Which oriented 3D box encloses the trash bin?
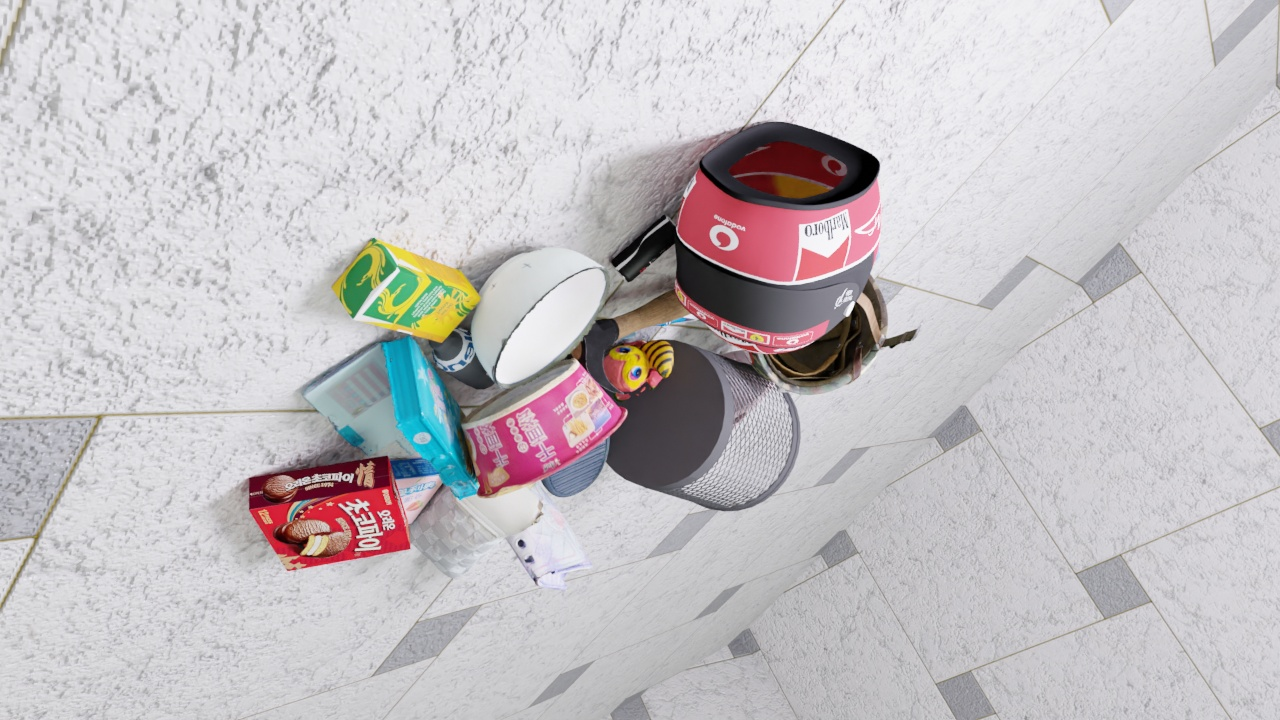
[{"bbox_3d":[0.075,0.087,1.240,0.218,0.217,0.227,-45,151,13],"label":"trash bin"}]

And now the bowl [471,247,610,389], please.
[{"bbox_3d":[-0.106,-0.051,0.893,0.153,0.073,0.154,-43,164,-15],"label":"bowl"}]

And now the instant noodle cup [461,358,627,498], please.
[{"bbox_3d":[-0.109,0.063,0.954,0.179,0.078,0.178,-27,-171,5],"label":"instant noodle cup"}]

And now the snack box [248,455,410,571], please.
[{"bbox_3d":[-0.319,0.163,0.960,0.132,0.035,0.152,-8,146,-11],"label":"snack box"}]

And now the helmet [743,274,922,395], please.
[{"bbox_3d":[0.228,-0.057,1.203,0.237,0.192,0.223,-44,-165,53],"label":"helmet"}]

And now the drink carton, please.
[{"bbox_3d":[-0.200,-0.058,0.805,0.058,0.041,0.122,-45,154,13],"label":"drink carton"}]

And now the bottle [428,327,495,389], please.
[{"bbox_3d":[-0.178,-0.005,0.921,0.047,0.047,0.112,-40,155,1],"label":"bottle"}]

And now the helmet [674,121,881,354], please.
[{"bbox_3d":[0.140,-0.115,0.972,0.270,0.198,0.225,-38,148,-46],"label":"helmet"}]

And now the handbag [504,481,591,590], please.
[{"bbox_3d":[-0.141,0.227,1.236,0.069,0.158,0.126,-38,156,6],"label":"handbag"}]

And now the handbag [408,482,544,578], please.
[{"bbox_3d":[-0.205,0.181,1.131,0.172,0.112,0.123,-40,-167,30],"label":"handbag"}]

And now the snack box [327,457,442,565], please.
[{"bbox_3d":[-0.301,0.176,1.073,0.154,0.033,0.087,-50,153,22],"label":"snack box"}]

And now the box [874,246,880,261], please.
[{"bbox_3d":[0.269,-0.108,1.369,0.209,0.047,0.122,-39,154,3],"label":"box"}]

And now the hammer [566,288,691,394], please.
[{"bbox_3d":[0.031,-0.057,1.094,0.304,0.040,0.132,-24,123,-43],"label":"hammer"}]

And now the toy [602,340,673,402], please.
[{"bbox_3d":[-0.007,0.007,1.135,0.103,0.084,0.046,-15,135,11],"label":"toy"}]

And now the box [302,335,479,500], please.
[{"bbox_3d":[-0.247,0.074,0.932,0.117,0.097,0.227,-14,154,-2],"label":"box"}]

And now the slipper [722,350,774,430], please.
[{"bbox_3d":[0.107,0.073,1.398,0.240,0.094,0.064,-39,152,14],"label":"slipper"}]

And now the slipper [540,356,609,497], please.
[{"bbox_3d":[-0.100,0.052,1.101,0.101,0.082,0.264,-27,134,-34],"label":"slipper"}]

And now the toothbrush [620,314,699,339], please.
[{"bbox_3d":[0.036,-0.048,1.180,0.188,0.017,0.016,-13,144,-43],"label":"toothbrush"}]

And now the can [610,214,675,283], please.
[{"bbox_3d":[0.006,-0.121,0.997,0.080,0.031,0.031,-41,156,4],"label":"can"}]
